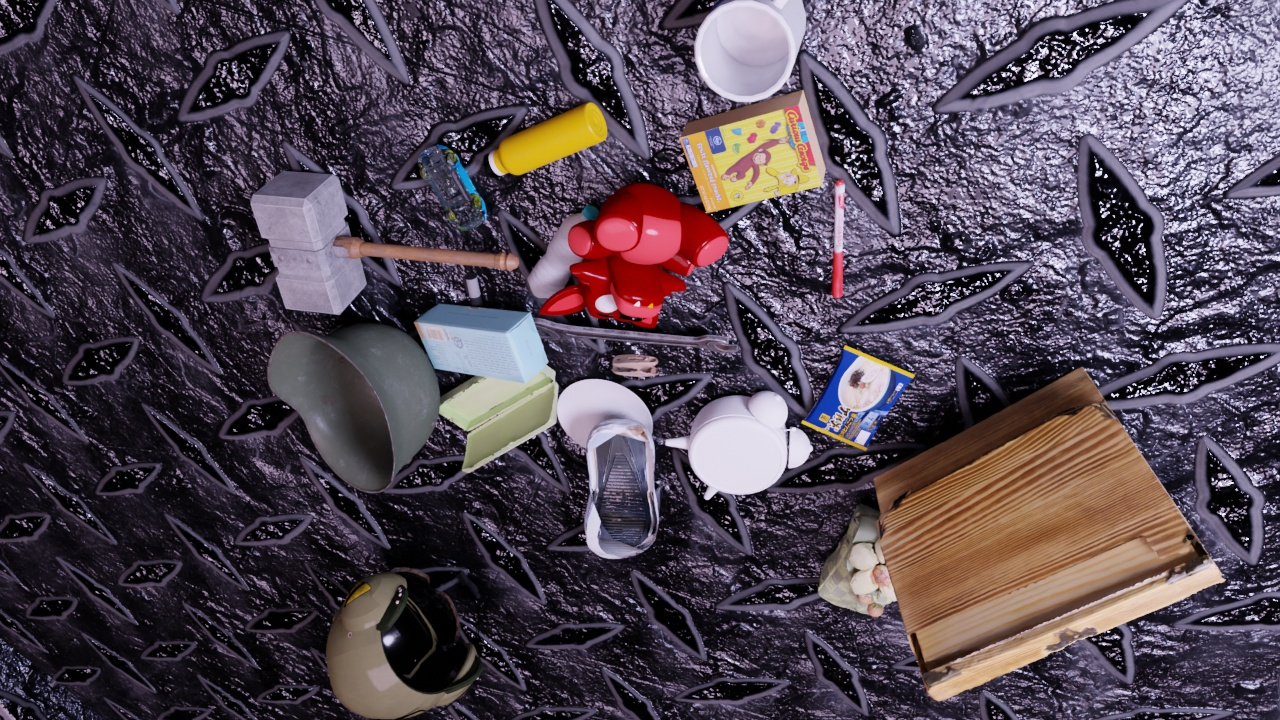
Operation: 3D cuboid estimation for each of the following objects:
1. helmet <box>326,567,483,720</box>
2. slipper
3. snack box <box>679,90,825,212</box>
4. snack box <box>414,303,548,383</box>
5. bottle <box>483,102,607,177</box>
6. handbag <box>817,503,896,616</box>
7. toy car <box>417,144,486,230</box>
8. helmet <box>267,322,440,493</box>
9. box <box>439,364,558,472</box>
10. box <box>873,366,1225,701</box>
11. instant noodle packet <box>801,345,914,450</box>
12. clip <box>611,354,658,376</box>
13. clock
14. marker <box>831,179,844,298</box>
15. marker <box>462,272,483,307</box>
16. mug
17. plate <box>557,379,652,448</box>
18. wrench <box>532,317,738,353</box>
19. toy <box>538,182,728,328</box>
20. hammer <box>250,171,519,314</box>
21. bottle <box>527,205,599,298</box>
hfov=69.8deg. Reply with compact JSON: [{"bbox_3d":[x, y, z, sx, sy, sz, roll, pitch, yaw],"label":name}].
[{"bbox_3d":[-0.379,0.438,1.462,0.233,0.254,0.250,-27,113,29],"label":"helmet"},{"bbox_3d":[-0.025,0.176,1.282,0.111,0.063,0.264,1,129,4],"label":"slipper"},{"bbox_3d":[0.117,-0.214,0.950,0.126,0.040,0.088,-10,123,24],"label":"snack box"},{"bbox_3d":[-0.203,-0.023,1.163,0.175,0.053,0.075,8,128,37],"label":"snack box"},{"bbox_3d":[-0.108,-0.237,1.005,0.144,0.043,0.043,-15,120,27],"label":"bottle"},{"bbox_3d":[0.310,0.284,1.222,0.113,0.116,0.187,19,128,2],"label":"handbag"},{"bbox_3d":[-0.217,-0.204,1.073,0.048,0.032,0.105,-19,113,30],"label":"toy car"},{"bbox_3d":[-0.359,0.051,1.232,0.227,0.153,0.269,32,130,17],"label":"helmet"},{"bbox_3d":[-0.200,0.065,1.239,0.188,0.097,0.082,-31,128,32],"label":"box"},{"bbox_3d":[0.425,0.208,0.963,0.280,0.335,0.286,-34,109,23],"label":"box"},{"bbox_3d":[0.262,0.048,1.115,0.087,0.026,0.135,24,130,4],"label":"instant noodle packet"},{"bbox_3d":[-0.007,0.004,1.171,0.061,0.025,0.049,32,128,-9],"label":"clip"},{"bbox_3d":[0.129,0.104,1.182,0.161,0.072,0.125,-24,116,24],"label":"clock"},{"bbox_3d":[0.216,-0.131,1.002,0.013,0.012,0.142,4,127,15],"label":"marker"},{"bbox_3d":[-0.209,-0.050,1.199,0.016,0.016,0.141,5,128,14],"label":"marker"},{"bbox_3d":[0.112,-0.310,0.846,0.091,0.089,0.122,34,129,-9],"label":"mug"},{"bbox_3d":[-0.048,0.076,1.247,0.135,0.011,0.135,9,129,11],"label":"plate"},{"bbox_3d":[-0.016,-0.030,1.135,0.273,0.010,0.070,5,164,13],"label":"wrench"},{"bbox_3d":[-0.010,-0.103,1.030,0.158,0.120,0.198,4,140,-28],"label":"toy"},{"bbox_3d":[-0.298,-0.133,1.120,0.318,0.082,0.163,6,128,13],"label":"hammer"},{"bbox_3d":[-0.088,-0.128,1.081,0.044,0.044,0.137,33,129,-8],"label":"bottle"}]
